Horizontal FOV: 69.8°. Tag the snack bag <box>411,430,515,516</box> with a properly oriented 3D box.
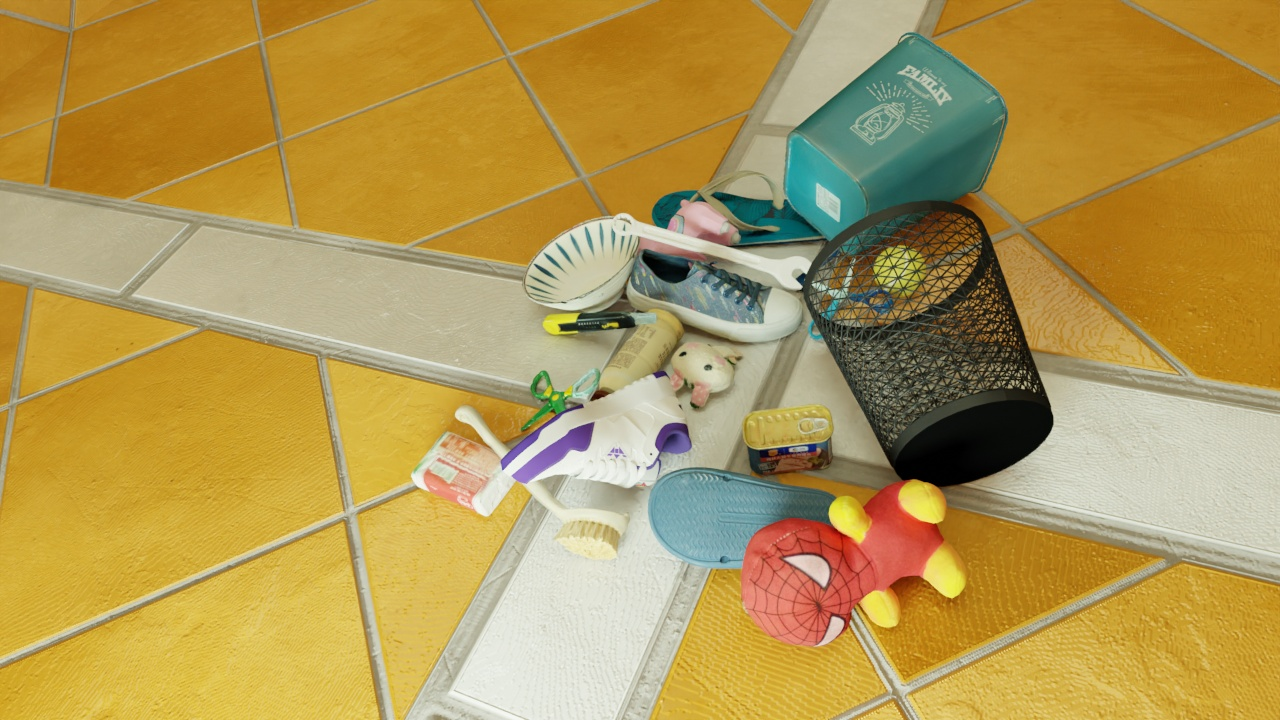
[{"bbox_3d":[-0.211,0.136,1.111,0.116,0.036,0.076,17,54,28],"label":"snack bag"}]

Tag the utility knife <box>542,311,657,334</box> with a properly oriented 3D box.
[{"bbox_3d":[-0.053,-0.051,1.198,0.203,0.029,0.020,-3,48,42],"label":"utility knife"}]

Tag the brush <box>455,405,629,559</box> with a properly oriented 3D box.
[{"bbox_3d":[-0.122,0.134,1.050,0.272,0.062,0.077,36,52,26],"label":"brush"}]

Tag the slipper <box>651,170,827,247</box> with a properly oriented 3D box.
[{"bbox_3d":[0.151,-0.217,1.318,0.295,0.060,0.118,4,54,18],"label":"slipper"}]

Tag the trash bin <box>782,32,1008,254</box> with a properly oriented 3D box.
[{"bbox_3d":[0.323,-0.274,1.218,0.218,0.199,0.196,-35,63,-13],"label":"trash bin"}]

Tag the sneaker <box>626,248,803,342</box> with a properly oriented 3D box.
[{"bbox_3d":[0.095,-0.089,1.185,0.235,0.079,0.087,13,49,11],"label":"sneaker"}]

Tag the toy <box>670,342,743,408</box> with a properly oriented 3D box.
[{"bbox_3d":[0.080,0.008,1.144,0.087,0.050,0.112,33,69,35],"label":"toy"}]

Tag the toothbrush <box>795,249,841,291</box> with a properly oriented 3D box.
[{"bbox_3d":[0.275,-0.152,1.255,0.189,0.017,0.016,-40,59,-22],"label":"toothbrush"}]

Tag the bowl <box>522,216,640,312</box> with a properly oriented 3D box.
[{"bbox_3d":[-0.069,-0.116,1.266,0.177,0.071,0.177,-18,39,16],"label":"bowl"}]

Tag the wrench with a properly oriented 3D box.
[{"bbox_3d":[0.094,-0.146,1.207,0.273,0.009,0.047,16,72,2],"label":"wrench"}]

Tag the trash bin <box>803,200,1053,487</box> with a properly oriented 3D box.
[{"bbox_3d":[0.316,-0.009,0.995,0.217,0.217,0.242,-13,53,3],"label":"trash bin"}]

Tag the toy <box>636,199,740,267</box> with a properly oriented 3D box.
[{"bbox_3d":[0.050,-0.166,1.279,0.158,0.067,0.123,23,87,32],"label":"toy"}]

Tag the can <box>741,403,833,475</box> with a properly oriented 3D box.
[{"bbox_3d":[0.168,0.091,1.035,0.100,0.059,0.053,-8,48,9],"label":"can"}]

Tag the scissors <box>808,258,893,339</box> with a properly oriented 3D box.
[{"bbox_3d":[0.263,-0.079,1.171,0.134,0.014,0.127,7,64,33],"label":"scissors"}]

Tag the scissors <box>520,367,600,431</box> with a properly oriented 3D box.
[{"bbox_3d":[-0.103,0.046,1.165,0.131,0.011,0.125,-34,41,5],"label":"scissors"}]

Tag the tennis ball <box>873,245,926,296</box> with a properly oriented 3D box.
[{"bbox_3d":[0.331,-0.114,1.171,0.065,0.065,0.065,-8,47,8],"label":"tennis ball"}]

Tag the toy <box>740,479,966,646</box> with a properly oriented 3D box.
[{"bbox_3d":[0.198,0.197,0.891,0.216,0.147,0.099,-20,8,-2],"label":"toy"}]

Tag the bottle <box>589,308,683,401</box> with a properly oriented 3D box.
[{"bbox_3d":[-0.007,0.007,1.159,0.056,0.056,0.161,18,56,28],"label":"bottle"}]

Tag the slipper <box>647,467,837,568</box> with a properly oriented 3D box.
[{"bbox_3d":[0.113,0.173,0.973,0.214,0.059,0.103,6,72,2],"label":"slipper"}]

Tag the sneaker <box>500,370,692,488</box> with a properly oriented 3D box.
[{"bbox_3d":[-0.039,0.103,1.027,0.243,0.092,0.111,-23,78,-37],"label":"sneaker"}]
